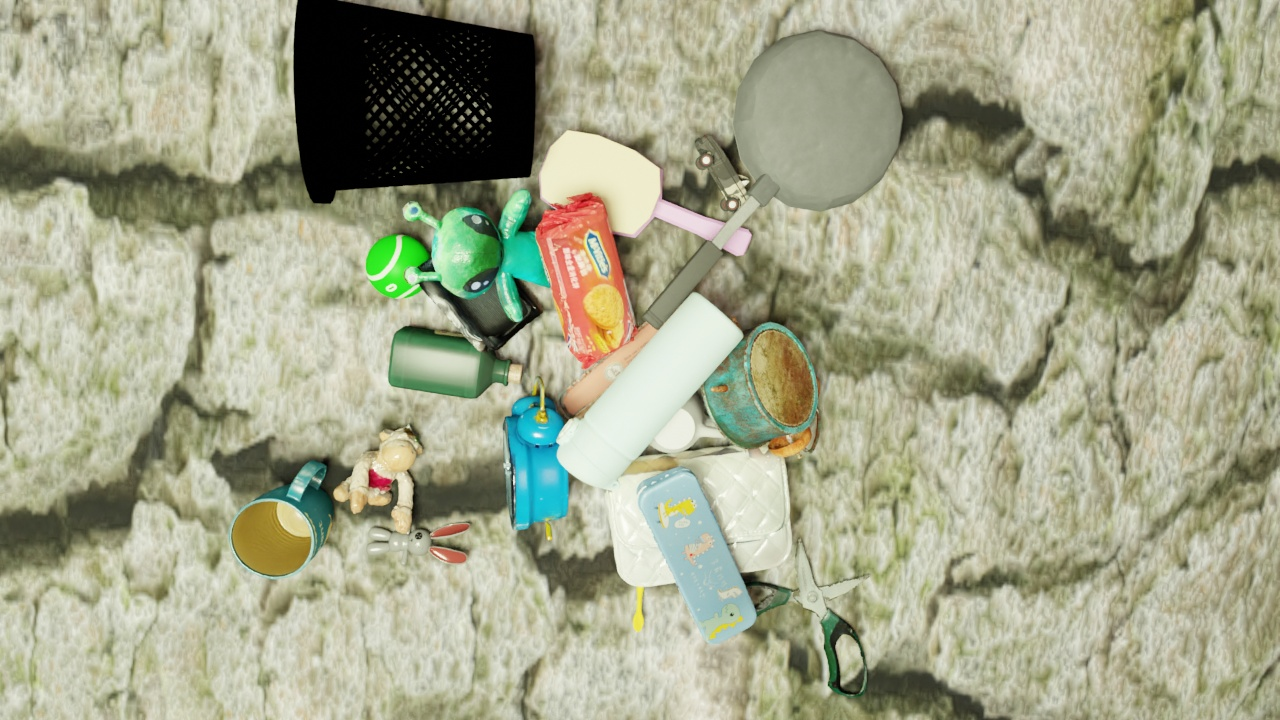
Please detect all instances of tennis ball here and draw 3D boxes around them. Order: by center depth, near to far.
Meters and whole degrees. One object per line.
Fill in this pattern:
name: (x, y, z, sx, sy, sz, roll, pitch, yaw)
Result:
tennis ball: (-0.245, -0.095, 0.932, 0.065, 0.065, 0.065, 0, 98, -1)

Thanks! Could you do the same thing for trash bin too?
trash bin: (-0.203, -0.243, 0.861, 0.199, 0.195, 0.195, 0, 99, -11)

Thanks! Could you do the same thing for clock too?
clock: (0.129, 0.036, 0.935, 0.157, 0.121, 0.073, 40, 141, -27)
clock: (-0.109, 0.096, 0.939, 0.060, 0.117, 0.161, -2, 103, -12)

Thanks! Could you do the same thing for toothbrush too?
toothbrush: (0.001, 0.231, 1.010, 0.021, 0.016, 0.135, 3, 94, 0)

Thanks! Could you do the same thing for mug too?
mug: (0.049, 0.064, 0.947, 0.107, 0.089, 0.071, 12, 98, -3)
mug: (-0.357, 0.156, 0.949, 0.084, 0.104, 0.112, 25, 95, -4)

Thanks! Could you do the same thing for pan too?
pan: (0.125, -0.171, 0.901, 0.178, 0.041, 0.357, 41, 85, -13)

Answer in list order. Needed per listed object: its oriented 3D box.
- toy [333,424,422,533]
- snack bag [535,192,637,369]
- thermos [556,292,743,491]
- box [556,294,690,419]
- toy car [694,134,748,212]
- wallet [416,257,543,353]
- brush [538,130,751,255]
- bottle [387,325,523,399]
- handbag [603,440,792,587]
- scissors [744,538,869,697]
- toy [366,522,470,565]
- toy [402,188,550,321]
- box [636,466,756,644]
toy: (-0.262, 0.118, 0.968, 0.085, 0.074, 0.105, 36, 74, -36)
snack bag: (-0.053, -0.082, 0.909, 0.082, 0.082, 0.176, -13, 119, 1)
thermos: (0.006, 0.032, 0.872, 0.078, 0.065, 0.207, 41, 93, -13)
box: (-0.005, 0.007, 0.959, 0.187, 0.085, 0.048, -41, 125, 3)
toy car: (0.086, -0.189, 0.935, 0.037, 0.040, 0.092, -32, 98, 2)
wallet: (-0.164, -0.069, 0.932, 0.115, 0.089, 0.026, 50, 137, -6)
brush: (0.007, -0.161, 0.937, 0.228, 0.043, 0.089, 22, 98, -4)
bottle: (-0.188, 0.005, 0.949, 0.131, 0.061, 0.061, 9, 100, -2)
handbag: (0.063, 0.161, 0.964, 0.195, 0.072, 0.139, -8, 97, -5)
scissors: (0.166, 0.299, 1.023, 0.202, 0.015, 0.202, -15, 99, 3)
toy: (-0.240, 0.197, 0.994, 0.112, 0.030, 0.049, 1, 70, 2)
toy: (-0.142, -0.105, 0.905, 0.193, 0.072, 0.131, -1, 101, -39)
box: (0.059, 0.199, 0.916, 0.066, 0.037, 0.209, -24, 117, 0)
